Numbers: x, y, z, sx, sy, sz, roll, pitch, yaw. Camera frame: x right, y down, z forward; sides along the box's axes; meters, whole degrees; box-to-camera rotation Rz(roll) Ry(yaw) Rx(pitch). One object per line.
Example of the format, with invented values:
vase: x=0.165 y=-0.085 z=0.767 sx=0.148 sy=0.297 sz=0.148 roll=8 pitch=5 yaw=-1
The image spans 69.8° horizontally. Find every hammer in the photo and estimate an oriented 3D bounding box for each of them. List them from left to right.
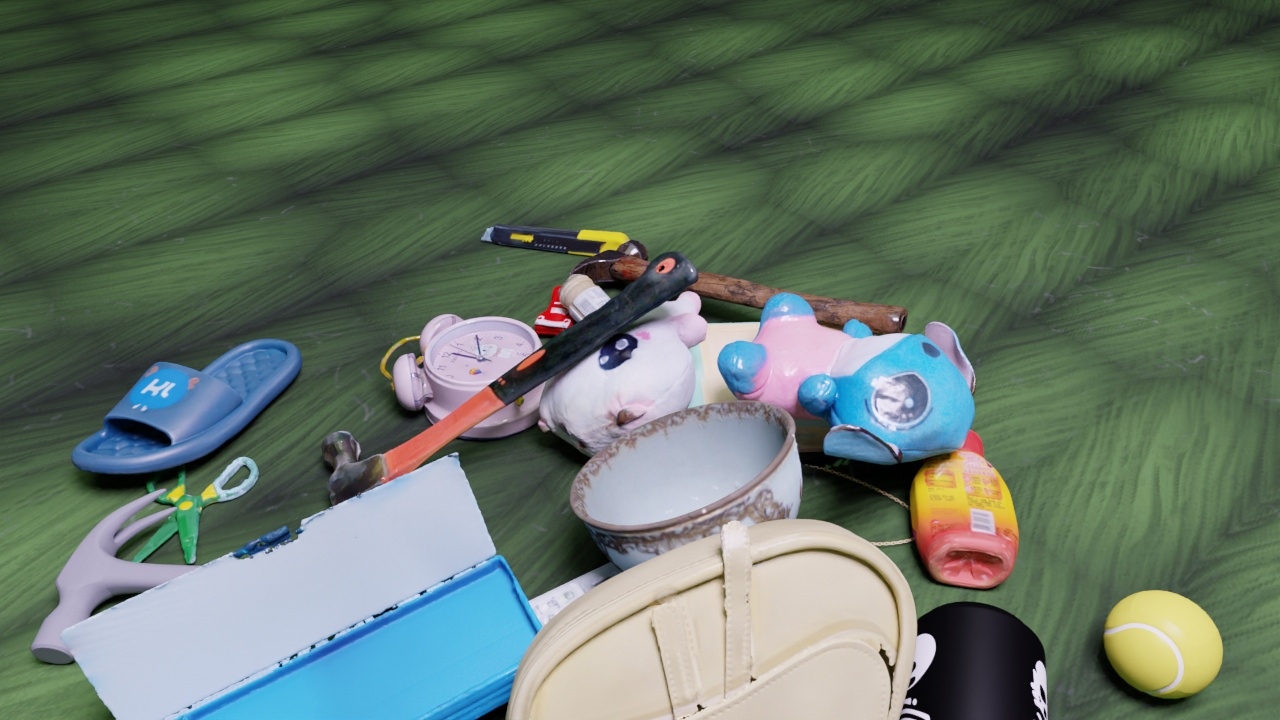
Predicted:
hammer: x=-0.246 y=0.152 z=0.644 sx=0.311 sy=0.030 sz=0.124 roll=2 pitch=47 yaw=0
hammer: x=-0.099 y=0.018 z=0.712 sx=0.333 sy=0.033 sz=0.133 roll=-36 pitch=42 yaw=0
hammer: x=0.088 y=-0.064 z=0.885 sx=0.331 sy=0.033 sz=0.119 roll=14 pitch=29 yaw=30

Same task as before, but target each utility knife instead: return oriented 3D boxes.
utility knife: x=-0.098 y=-0.136 z=1.035 sx=0.174 sy=0.029 sz=0.020 roll=6 pitch=32 yaw=12

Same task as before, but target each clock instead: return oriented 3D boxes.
clock: x=-0.154 y=0.008 z=0.817 sx=0.158 sy=0.059 sz=0.116 roll=10 pitch=38 yaw=15

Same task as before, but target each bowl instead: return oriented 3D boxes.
bowl: x=0.042 y=0.105 z=0.627 sx=0.160 sy=0.094 sz=0.159 roll=-18 pitch=19 yaw=6

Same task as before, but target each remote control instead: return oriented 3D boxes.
remote control: x=-0.051 y=0.178 z=0.619 sx=0.133 sy=0.022 sz=0.050 roll=-20 pitch=41 yaw=-25

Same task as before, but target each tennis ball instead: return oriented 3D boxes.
tennis ball: x=0.328 y=0.178 z=0.578 sx=0.065 sy=0.065 sz=0.065 roll=0 pitch=37 yaw=0

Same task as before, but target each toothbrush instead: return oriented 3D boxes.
toothbrush: x=0.168 y=0.081 z=0.734 sx=0.187 sy=0.014 sz=0.017 roll=-3 pitch=51 yaw=-20

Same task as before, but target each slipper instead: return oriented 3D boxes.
slipper: x=-0.378 y=0.031 z=0.785 sx=0.104 sy=0.059 sz=0.213 roll=12 pitch=33 yaw=23

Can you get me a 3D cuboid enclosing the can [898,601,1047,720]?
can: x=0.187 y=0.215 z=0.519 sx=0.080 sy=0.080 sz=0.145 roll=11 pitch=38 yaw=15

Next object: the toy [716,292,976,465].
toy: x=0.155 y=0.019 z=0.701 sx=0.191 sy=0.099 sz=0.223 roll=23 pitch=32 yaw=26

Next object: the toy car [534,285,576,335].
toy car: x=-0.077 y=-0.051 z=0.923 sx=0.038 sy=0.025 sz=0.089 roll=8 pitch=38 yaw=10

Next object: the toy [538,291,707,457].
toy: x=-0.005 y=0.005 z=0.768 sx=0.139 sy=0.101 sz=0.179 roll=-9 pitch=40 yaw=43

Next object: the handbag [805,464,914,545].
handbag: x=0.129 y=0.109 z=0.715 sx=0.178 sy=0.027 sz=0.083 roll=12 pitch=37 yaw=8

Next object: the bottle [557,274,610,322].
bottle: x=-0.035 y=-0.036 z=0.870 sx=0.042 sy=0.043 sz=0.110 roll=-26 pitch=58 yaw=-30

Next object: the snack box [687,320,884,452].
snack box: x=0.130 y=0.019 z=0.811 sx=0.193 sy=0.044 sz=0.141 roll=-2 pitch=37 yaw=-2

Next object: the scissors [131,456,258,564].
scissors: x=-0.344 y=0.115 z=0.718 sx=0.112 sy=0.012 sz=0.131 roll=-16 pitch=39 yaw=-20

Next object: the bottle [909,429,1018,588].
bottle: x=0.241 y=0.105 z=0.691 sx=0.071 sy=0.049 sz=0.134 roll=6 pitch=37 yaw=7

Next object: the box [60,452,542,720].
box: x=-0.186 y=0.171 z=0.534 sx=0.243 sy=0.114 sz=0.114 roll=-24 pitch=42 yaw=-17

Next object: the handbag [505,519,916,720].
handbag: x=0.036 y=0.184 z=0.496 sx=0.232 sy=0.191 sz=0.089 roll=-7 pitch=-6 yaw=-7
